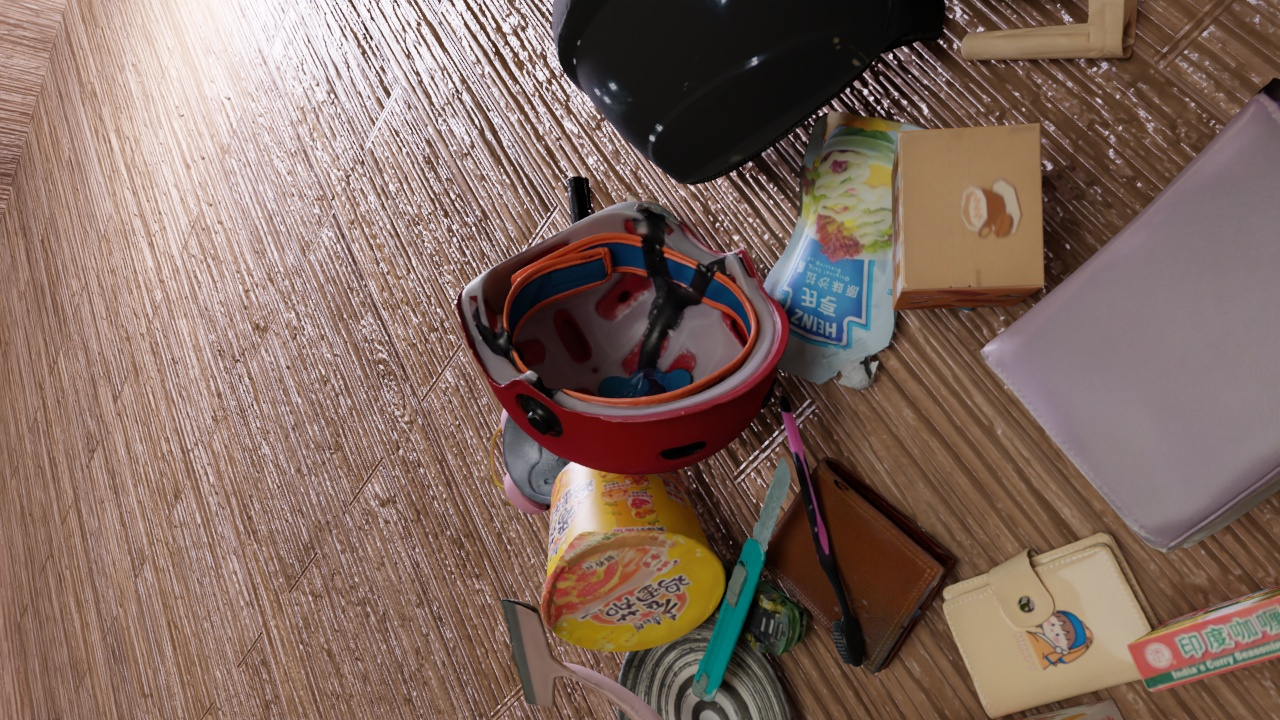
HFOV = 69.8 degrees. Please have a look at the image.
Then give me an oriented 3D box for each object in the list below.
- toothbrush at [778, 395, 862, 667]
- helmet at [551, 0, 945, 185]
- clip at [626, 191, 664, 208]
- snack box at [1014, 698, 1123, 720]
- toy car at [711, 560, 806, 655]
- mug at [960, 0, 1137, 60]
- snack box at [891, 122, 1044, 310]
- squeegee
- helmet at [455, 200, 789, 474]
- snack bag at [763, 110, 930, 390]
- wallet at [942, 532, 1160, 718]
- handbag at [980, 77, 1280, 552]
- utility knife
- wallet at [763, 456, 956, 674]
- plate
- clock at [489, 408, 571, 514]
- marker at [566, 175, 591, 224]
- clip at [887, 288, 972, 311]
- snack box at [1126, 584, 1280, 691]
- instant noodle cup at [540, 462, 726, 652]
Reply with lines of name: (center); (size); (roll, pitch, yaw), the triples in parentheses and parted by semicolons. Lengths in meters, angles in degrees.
toothbrush: (0.121, 0.116, 0.635); (0.018, 0.014, 0.189); (-33, 67, 56)
helmet: (0.056, -0.260, 0.631); (0.234, 0.230, 0.274); (-26, 50, 38)
clip: (0.002, -0.090, 0.790); (0.093, 0.034, 0.103); (-23, 79, 36)
snack box: (0.198, 0.238, 0.546); (0.157, 0.084, 0.027); (-34, 63, 36)
toy car: (0.085, 0.184, 0.688); (0.091, 0.036, 0.043); (25, 111, 51)
mug: (0.242, -0.244, 0.549); (0.104, 0.084, 0.125); (16, 125, 44)
snack box: (0.192, -0.082, 0.550); (0.077, 0.094, 0.092); (0, 86, 13)
squeegee: (0.007, 0.290, 0.699); (0.250, 0.040, 0.248); (33, 149, 20)
helmet: (-0.004, 0.004, 0.682); (0.240, 0.206, 0.144); (37, 149, 35)
snack bag: (0.144, -0.075, 0.652); (0.110, 0.038, 0.191); (23, 104, 31)
wallet: (0.243, 0.158, 0.551); (0.115, 0.024, 0.087); (-36, 63, 37)
handbag: (0.296, -0.019, 0.461); (0.197, 0.098, 0.145); (-53, 57, 29)
utility knife: (0.072, 0.165, 0.665); (0.029, 0.013, 0.217); (43, 124, 50)
wallet: (0.145, 0.142, 0.641); (0.124, 0.032, 0.101); (43, 118, 37)
plate: (0.051, 0.287, 0.726); (0.180, 0.024, 0.179); (-2, 87, 42)
clock: (-0.074, 0.074, 0.812); (0.159, 0.059, 0.117); (-16, 72, 26)
marker: (-0.051, -0.107, 0.850); (0.022, 0.020, 0.132); (-11, 77, 13)
clip: (0.192, -0.047, 0.606); (0.056, 0.014, 0.043); (11, 97, 16)
snack box: (0.324, 0.119, 0.440); (0.156, 0.077, 0.027); (-37, 63, 36)
instant noodle cup: (-0.012, 0.140, 0.712); (0.138, 0.138, 0.109); (-52, 30, 28)
